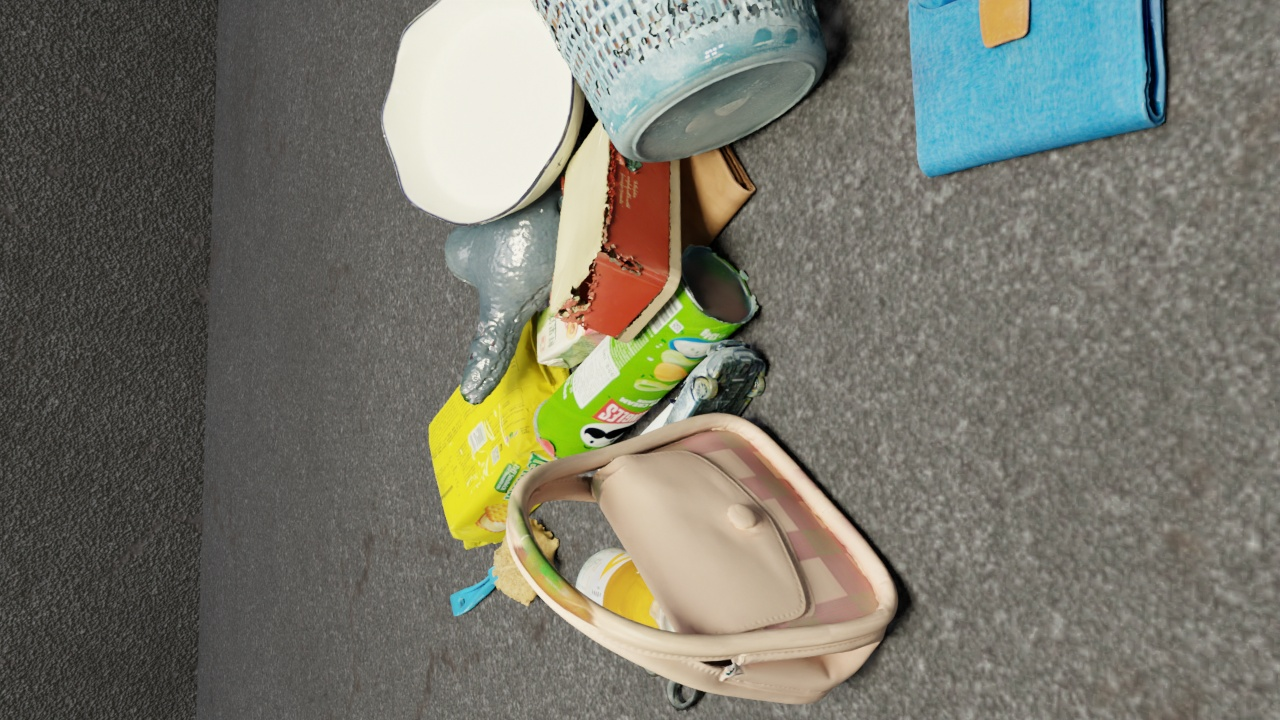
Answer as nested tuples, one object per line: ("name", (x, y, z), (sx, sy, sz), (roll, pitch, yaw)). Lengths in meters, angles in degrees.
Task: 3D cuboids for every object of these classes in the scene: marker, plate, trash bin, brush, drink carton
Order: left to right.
("plate", (-0.129, -0.213, 0.767), (0.205, 0.045, 0.205), (0, 89, 32))
("brush", (-0.151, 0.233, 0.971), (0.255, 0.045, 0.083), (-40, 61, 51))
("drink carton", (-0.045, -0.036, 0.818), (0.123, 0.045, 0.053), (-28, 60, 50))
("marker", (0.016, 0.055, 0.754), (0.131, 0.018, 0.022), (-48, 22, 41))
("trash bin", (0.020, -0.250, 0.614), (0.227, 0.226, 0.195), (-28, 81, 51))

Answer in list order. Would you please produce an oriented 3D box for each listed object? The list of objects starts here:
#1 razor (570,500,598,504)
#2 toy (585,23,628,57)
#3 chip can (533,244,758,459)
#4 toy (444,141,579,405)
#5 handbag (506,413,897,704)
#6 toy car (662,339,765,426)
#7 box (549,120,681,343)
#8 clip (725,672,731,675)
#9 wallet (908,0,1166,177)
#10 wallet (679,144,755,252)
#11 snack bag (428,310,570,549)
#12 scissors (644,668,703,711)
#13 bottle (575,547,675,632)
("razor", (-0.036, 0.123, 0.821), (0.143, 0.022, 0.042), (-6, 50, 58))
("toy", (-0.071, -0.317, 0.816), (0.247, 0.089, 0.227), (32, 125, 35))
("chip can", (-0.004, 0.004, 0.737), (0.237, 0.072, 0.072), (-45, 53, 43))
("toy", (-0.112, -0.137, 0.826), (0.091, 0.138, 0.356), (33, -123, -86))
("handbag", (0.022, 0.116, 0.557), (0.193, 0.233, 0.093), (52, 123, 41))
("toy car", (0.047, 0.037, 0.680), (0.036, 0.054, 0.121), (55, 132, 36))
("box", (-0.025, -0.106, 0.682), (0.092, 0.079, 0.168), (-46, 33, 44))
("clip", (0.069, 0.214, 0.676), (0.041, 0.014, 0.056), (-17, 75, 53))
("wallet", (0.203, -0.162, 0.485), (0.133, 0.040, 0.106), (-2, 91, 54))
("wallet", (0.034, -0.141, 0.727), (0.101, 0.020, 0.115), (-49, 55, 41))
("snack bag", (-0.144, 0.078, 0.936), (0.247, 0.068, 0.158), (-47, 53, 42))
("scissors", (0.040, 0.188, 0.720), (0.146, 0.014, 0.172), (-14, 77, 52))
("bottle", (0.003, 0.180, 0.685), (0.190, 0.068, 0.068), (159, 109, -71))
